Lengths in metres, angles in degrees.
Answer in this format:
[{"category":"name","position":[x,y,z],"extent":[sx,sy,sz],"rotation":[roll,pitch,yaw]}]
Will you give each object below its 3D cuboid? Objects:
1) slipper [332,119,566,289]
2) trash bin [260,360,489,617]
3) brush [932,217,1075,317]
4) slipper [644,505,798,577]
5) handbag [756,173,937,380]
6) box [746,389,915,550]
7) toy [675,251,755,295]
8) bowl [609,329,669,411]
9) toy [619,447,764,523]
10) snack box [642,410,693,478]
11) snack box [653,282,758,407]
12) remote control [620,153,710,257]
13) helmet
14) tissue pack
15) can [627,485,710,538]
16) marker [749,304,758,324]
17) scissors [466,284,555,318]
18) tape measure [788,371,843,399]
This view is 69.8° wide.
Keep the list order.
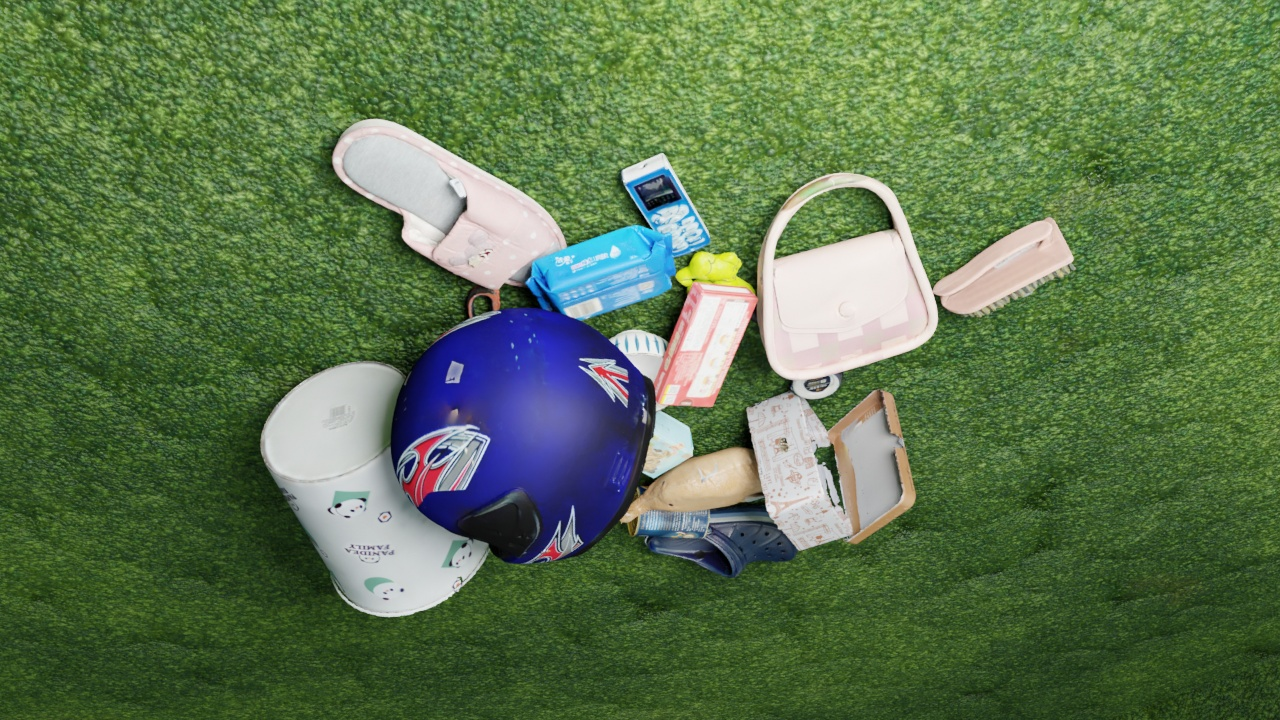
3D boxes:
[{"category":"slipper","position":[-0.180,-0.140,0.912],"extent":[0.114,0.054,0.274],"rotation":[-31,137,26]},{"category":"trash bin","position":[-0.323,0.152,1.131],"extent":[0.230,0.229,0.252],"rotation":[-10,135,5]},{"category":"brush","position":[0.402,-0.101,1.028],"extent":[0.146,0.063,0.073],"rotation":[-32,138,30]},{"category":"slipper","position":[0.133,0.289,1.444],"extent":[0.252,0.095,0.105],"rotation":[4,142,-7]},{"category":"handbag","position":[0.213,-0.100,0.992],"extent":[0.193,0.093,0.234],"rotation":[-15,129,3]},{"category":"box","position":[0.262,0.133,1.199],"extent":[0.185,0.182,0.154],"rotation":[-23,138,20]},{"category":"toy","position":[0.085,-0.083,1.035],"extent":[0.096,0.031,0.100],"rotation":[1,136,-8]},{"category":"bowl","position":[-0.007,0.006,1.104],"extent":[0.116,0.066,0.117],"rotation":[-3,139,-3]},{"category":"toy","position":[0.078,0.175,1.278],"extent":[0.226,0.082,0.144],"rotation":[-11,158,-11]},{"category":"snack box","position":[-0.014,0.093,1.219],"extent":[0.074,0.051,0.174],"rotation":[-33,134,30]},{"category":"snack box","position":[0.071,-0.015,1.038],"extent":[0.075,0.025,0.153],"rotation":[3,124,-28]},{"category":"remote control","position":[0.028,-0.157,0.943],"extent":[0.049,0.024,0.125],"rotation":[-20,140,16]},{"category":"helmet","position":[-0.144,0.083,0.977],"extent":[0.240,0.246,0.317],"rotation":[17,139,-21]},{"category":"tissue pack","position":[-0.038,-0.092,0.971],"extent":[0.157,0.052,0.095],"rotation":[-18,157,1]},{"category":"can","position":[0.042,0.226,1.368],"extent":[0.111,0.075,0.075],"rotation":[4,139,-13]},{"category":"marker","position":[0.181,-0.037,1.111],"extent":[0.132,0.020,0.022],"rotation":[23,129,-29]},{"category":"scissors","position":[-0.146,-0.009,1.080],"extent":[0.226,0.015,0.189],"rotation":[-35,121,29]},{"category":"tape measure","position":[0.223,0.018,1.171],"extent":[0.066,0.033,0.066],"rotation":[-2,138,-2]}]
